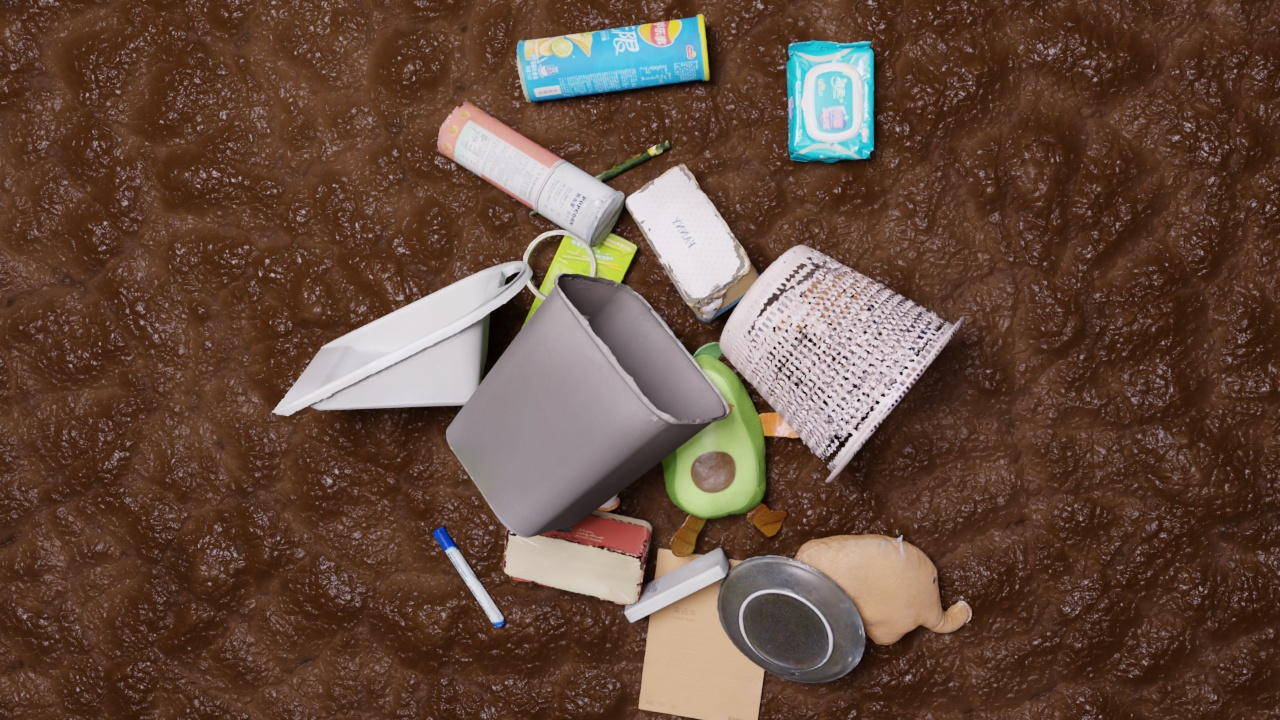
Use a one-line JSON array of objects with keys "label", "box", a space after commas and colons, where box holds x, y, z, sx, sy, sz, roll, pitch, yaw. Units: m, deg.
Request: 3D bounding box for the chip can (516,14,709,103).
[{"label": "chip can", "box": [-0.029, -0.340, 1.036, 0.210, 0.071, 0.071, -5, 96, 6]}]

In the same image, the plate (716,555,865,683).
[{"label": "plate", "box": [0.170, 0.308, 1.064, 0.180, 0.024, 0.180, 11, 118, 22]}]

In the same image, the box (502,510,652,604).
[{"label": "box", "box": [-0.076, 0.232, 1.089, 0.168, 0.080, 0.091, 12, 123, 4]}]

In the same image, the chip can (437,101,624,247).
[{"label": "chip can", "box": [-0.126, -0.213, 1.045, 0.215, 0.071, 0.071, 32, 98, 9]}]

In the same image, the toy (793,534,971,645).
[{"label": "toy", "box": [0.286, 0.270, 1.078, 0.226, 0.082, 0.144, 8, 118, 2]}]

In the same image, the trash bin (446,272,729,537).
[{"label": "trash bin", "box": [-0.064, 0.053, 0.963, 0.220, 0.198, 0.198, -44, 72, 20]}]

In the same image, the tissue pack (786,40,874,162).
[{"label": "tissue pack", "box": [0.213, -0.290, 1.030, 0.093, 0.050, 0.133, -2, 96, 6]}]

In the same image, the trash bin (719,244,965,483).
[{"label": "trash bin", "box": [0.203, -0.013, 0.994, 0.192, 0.227, 0.227, 40, 98, 13]}]

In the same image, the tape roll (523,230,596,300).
[{"label": "tape roll", "box": [-0.094, -0.109, 1.070, 0.086, 0.014, 0.086, 1, 96, 6]}]

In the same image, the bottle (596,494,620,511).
[{"label": "bottle", "box": [-0.049, 0.126, 1.097, 0.063, 0.063, 0.108, -5, 111, 6]}]

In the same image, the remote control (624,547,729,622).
[{"label": "remote control", "box": [0.044, 0.268, 1.097, 0.135, 0.056, 0.019, -29, 97, 12]}]

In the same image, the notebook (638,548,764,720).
[{"label": "notebook", "box": [0.083, 0.345, 1.136, 0.149, 0.012, 0.211, 8, 97, 6]}]

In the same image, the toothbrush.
[{"label": "toothbrush", "box": [-0.050, -0.217, 1.082, 0.186, 0.012, 0.017, -25, 83, 8]}]

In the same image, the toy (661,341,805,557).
[{"label": "toy", "box": [0.084, 0.107, 1.069, 0.227, 0.090, 0.247, -13, 99, -3]}]

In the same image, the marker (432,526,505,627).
[{"label": "marker", "box": [-0.215, 0.272, 1.151, 0.017, 0.017, 0.146, -33, 93, 8]}]

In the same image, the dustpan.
[{"label": "dustpan", "box": [-0.252, -0.042, 1.023, 0.257, 0.222, 0.143, 2, 109, -6]}]

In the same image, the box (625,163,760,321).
[{"label": "box", "box": [0.054, -0.137, 1.025, 0.090, 0.061, 0.184, -32, 62, 9]}]

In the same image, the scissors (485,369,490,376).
[{"label": "scissors", "box": [-0.118, 0.070, 1.121, 0.172, 0.014, 0.147, 26, 99, 1]}]

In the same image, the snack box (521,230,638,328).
[{"label": "snack box", "box": [-0.073, -0.084, 1.092, 0.086, 0.026, 0.156, 26, 98, 2]}]
